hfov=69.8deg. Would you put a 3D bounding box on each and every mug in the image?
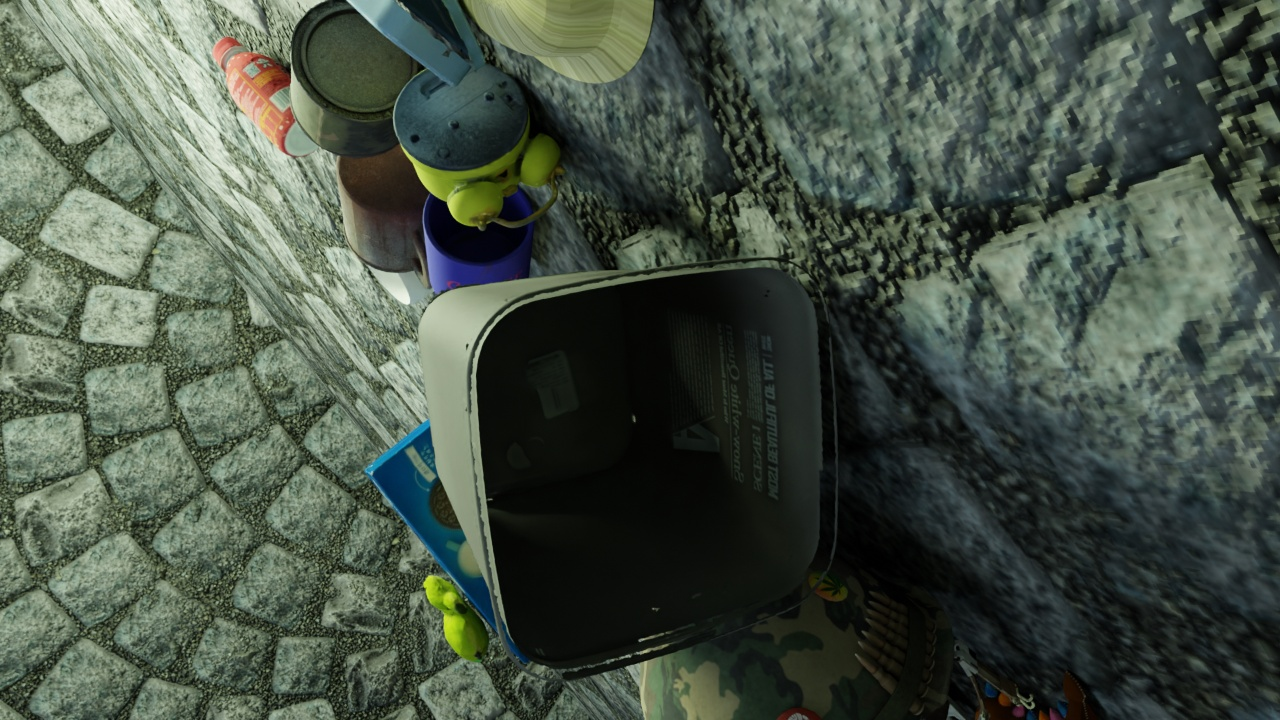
[{"bbox_3d":[-0.127,-0.101,0.701,0.084,0.079,0.111,113,143,-66],"label":"mug"},{"bbox_3d":[-0.198,-0.121,0.763,0.123,0.096,0.110,61,165,11],"label":"mug"},{"bbox_3d":[-0.210,-0.099,0.864,0.115,0.068,0.094,51,159,-4],"label":"mug"}]

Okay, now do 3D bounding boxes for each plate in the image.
[{"bbox_3d":[-0.072,-0.213,0.450,0.184,0.036,0.185,41,157,21],"label":"plate"}]

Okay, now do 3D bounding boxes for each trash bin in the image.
[{"bbox_3d":[-0.029,0.035,0.545,0.220,0.197,0.197,-159,61,-63],"label":"trash bin"}]

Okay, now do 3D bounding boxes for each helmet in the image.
[{"bbox_3d":[0.112,0.223,0.569,0.236,0.193,0.224,28,-153,-20],"label":"helmet"}]

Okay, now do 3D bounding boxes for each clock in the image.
[{"bbox_3d":[-0.102,-0.133,0.578,0.119,0.083,0.057,48,164,15],"label":"clock"}]

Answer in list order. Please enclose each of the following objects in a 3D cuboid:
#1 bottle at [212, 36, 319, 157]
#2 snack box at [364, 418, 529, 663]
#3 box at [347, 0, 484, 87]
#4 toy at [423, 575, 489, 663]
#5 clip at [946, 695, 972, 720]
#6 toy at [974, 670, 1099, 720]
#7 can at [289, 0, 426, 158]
[{"bbox_3d":[-0.374,-0.268,0.915,0.137,0.061,0.062,46,158,12],"label":"bottle"},{"bbox_3d":[-0.114,0.136,0.888,0.239,0.195,0.056,55,158,-11],"label":"snack box"},{"bbox_3d":[-0.152,-0.232,0.553,0.067,0.052,0.210,30,-167,-50],"label":"box"},{"bbox_3d":[-0.175,0.245,0.874,0.093,0.036,0.094,52,155,10],"label":"toy"},{"bbox_3d":[0.170,0.257,0.709,0.125,0.089,0.151,50,149,7],"label":"clip"},{"bbox_3d":[0.242,0.222,0.560,0.090,0.070,0.103,-146,47,-65],"label":"toy"},{"bbox_3d":[-0.202,-0.200,0.654,0.090,0.089,0.075,52,159,-6],"label":"can"}]
